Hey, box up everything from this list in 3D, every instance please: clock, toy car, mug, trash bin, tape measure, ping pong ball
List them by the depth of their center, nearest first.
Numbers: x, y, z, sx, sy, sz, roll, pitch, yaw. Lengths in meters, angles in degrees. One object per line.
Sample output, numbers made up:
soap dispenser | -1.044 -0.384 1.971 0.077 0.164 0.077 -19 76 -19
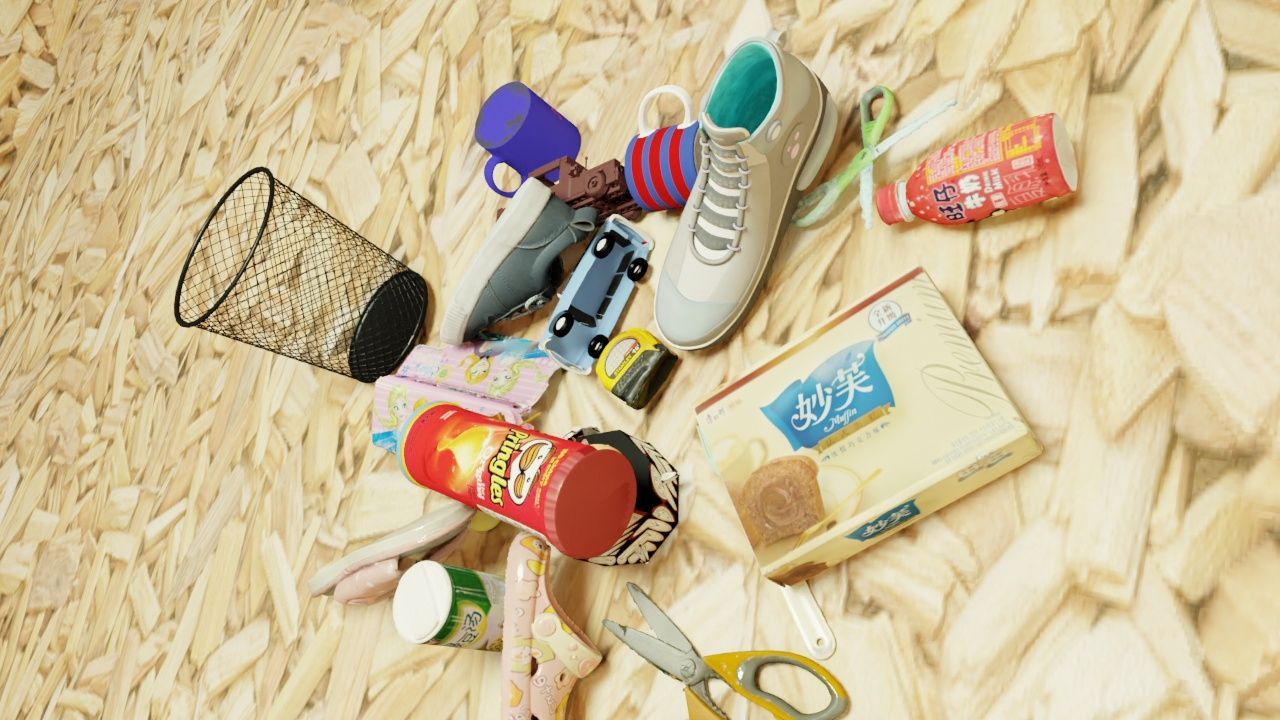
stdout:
clock | -0.044 0.113 0.797 0.155 0.065 0.114 13 80 39
tape measure | -0.005 0.005 0.830 0.064 0.037 0.065 34 91 40
mug | 0.030 -0.195 0.842 0.076 0.112 0.074 -2 32 37
toy car | -0.044 -0.062 0.873 0.055 0.056 0.153 12 73 58
ping pong ball | -0.152 0.144 0.883 0.040 0.040 0.040 -15 63 32
toy car | -0.068 -0.163 0.928 0.170 0.070 0.061 -15 62 37
mug | -0.129 -0.230 0.992 0.079 0.083 0.111 30 91 41
trash bin | -0.363 -0.079 1.012 0.185 0.210 0.183 -23 53 34

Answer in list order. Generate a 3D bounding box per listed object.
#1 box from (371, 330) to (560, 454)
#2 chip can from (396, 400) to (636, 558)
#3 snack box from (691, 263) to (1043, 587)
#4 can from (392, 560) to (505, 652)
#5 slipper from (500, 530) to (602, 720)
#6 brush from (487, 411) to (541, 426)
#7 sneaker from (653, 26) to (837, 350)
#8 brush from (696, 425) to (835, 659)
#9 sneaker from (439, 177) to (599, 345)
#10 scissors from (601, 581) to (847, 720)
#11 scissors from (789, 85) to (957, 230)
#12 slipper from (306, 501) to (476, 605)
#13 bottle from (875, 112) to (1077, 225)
box | -0.186 0.038 0.943 0.231 0.061 0.160 10 78 39
chip can | -0.108 0.091 0.753 0.214 0.087 0.087 12 79 43
snack box | 0.155 0.049 0.671 0.208 0.055 0.153 -33 56 17
can | -0.149 0.216 0.798 0.067 0.121 0.067 -15 63 32
slipper | -0.072 0.239 0.753 0.081 0.093 0.197 -1 84 -1
brush | -0.141 0.076 0.856 0.127 0.017 0.048 -31 73 36
sneaker | 0.064 -0.126 0.727 0.093 0.160 0.257 28 100 18
brush | 0.097 0.131 0.719 0.033 0.012 0.217 -38 55 19
sneaker | -0.125 -0.084 0.915 0.236 0.087 0.089 -45 20 43
scissors | 0.046 0.258 0.701 0.226 0.016 0.175 10 78 40
scissors | 0.183 -0.162 0.745 0.173 0.021 0.171 -29 35 40
slipper | -0.236 0.193 0.874 0.275 0.113 0.054 -30 87 47
bottle | 0.244 -0.133 0.682 0.138 0.062 0.062 -14 64 39
